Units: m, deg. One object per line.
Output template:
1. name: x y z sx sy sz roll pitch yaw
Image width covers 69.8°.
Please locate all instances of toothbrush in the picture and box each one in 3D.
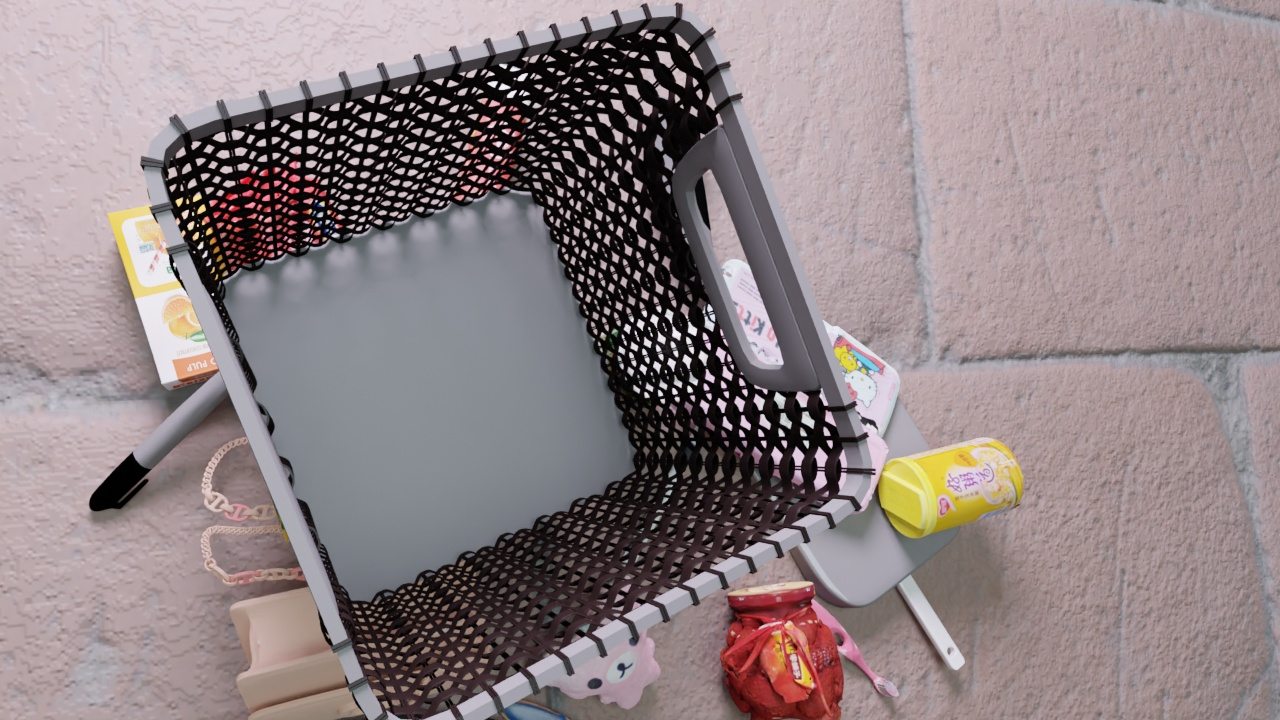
1. toothbrush: 0.034 0.085 0.745 0.012 0.017 0.186 35 71 -14
2. toothbrush: 0.173 0.242 0.779 0.135 0.016 0.021 45 68 -10
3. toothbrush: -0.045 0.283 0.688 0.135 0.017 0.021 29 71 -16

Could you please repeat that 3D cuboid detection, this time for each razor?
1. razor: 0.033 -0.137 0.758 0.060 0.057 0.156 -3 92 7

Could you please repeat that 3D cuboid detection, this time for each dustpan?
1. dustpan: 0.214 0.156 0.802 0.163 0.033 0.257 -30 85 -22

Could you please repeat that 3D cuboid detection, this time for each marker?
1. marker: -0.305 0.050 0.599 0.138 0.016 0.022 -43 128 -1

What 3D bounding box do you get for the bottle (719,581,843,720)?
1. bottle: 0.110 0.233 0.713 0.098 0.099 0.111 -4 80 -22

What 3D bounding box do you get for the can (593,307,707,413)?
1. can: -0.004 0.004 0.685 0.067 0.121 0.067 3 81 -21

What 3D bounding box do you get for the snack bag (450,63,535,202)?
1. snack bag: -0.121 -0.102 0.665 0.041 0.078 0.224 17 71 -13

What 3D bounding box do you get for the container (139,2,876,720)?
1. container: -0.081 0.004 0.480 0.245 0.244 0.247 -23 94 -24

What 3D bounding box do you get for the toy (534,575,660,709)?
1. toy: -0.022 0.221 0.688 0.099 0.053 0.096 -45 112 -17

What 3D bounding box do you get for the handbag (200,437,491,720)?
1. handbag: -0.184 0.148 0.636 0.198 0.117 0.187 -9 53 -18

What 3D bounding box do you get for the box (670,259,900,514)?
1. box: 0.129 0.022 0.763 0.201 0.041 0.153 32 70 -16

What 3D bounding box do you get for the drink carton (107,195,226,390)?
1. drink carton: -0.305 -0.042 0.617 0.058 0.040 0.122 -18 90 -23

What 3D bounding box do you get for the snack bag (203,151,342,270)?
1. snack bag: -0.223 -0.044 0.617 0.082 0.082 0.176 -30 106 -22

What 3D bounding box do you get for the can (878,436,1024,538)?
1. can: 0.262 0.106 0.774 0.105 0.068 0.067 -11 87 -20

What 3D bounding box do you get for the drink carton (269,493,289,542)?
1. drink carton: -0.181 0.064 0.602 0.122 0.041 0.058 -18 56 -24

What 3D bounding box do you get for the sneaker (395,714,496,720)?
1. sneaker: -0.183 0.311 0.597 0.239 0.089 0.124 10 104 -36
